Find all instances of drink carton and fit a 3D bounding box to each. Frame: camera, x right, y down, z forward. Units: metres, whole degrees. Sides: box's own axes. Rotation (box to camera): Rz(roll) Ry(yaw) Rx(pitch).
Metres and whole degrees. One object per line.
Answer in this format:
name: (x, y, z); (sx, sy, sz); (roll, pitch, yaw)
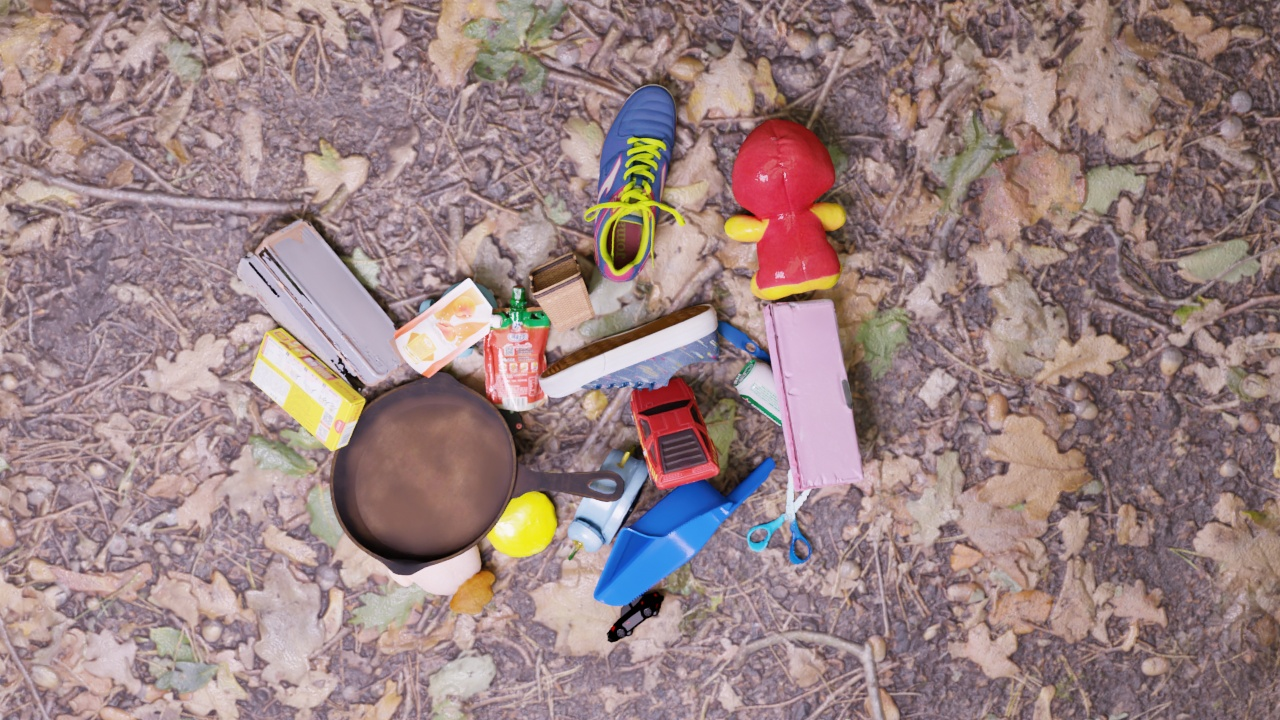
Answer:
drink carton: (-0.229, -0.038, 1.099); (0.122, 0.038, 0.069); (-35, 98, 14)

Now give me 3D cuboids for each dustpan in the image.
dustpan: (0.067, 0.190, 1.133); (0.059, 0.246, 0.256); (43, 60, 15)

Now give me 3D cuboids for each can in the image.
can: (0.171, 0.046, 1.161); (0.101, 0.053, 0.053); (37, 94, -8)

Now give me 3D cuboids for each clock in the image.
clock: (-0.231, -0.047, 1.139); (0.123, 0.042, 0.087); (-38, 98, 8)
clock: (-0.041, 0.182, 1.140); (0.060, 0.118, 0.162); (30, 89, 5)

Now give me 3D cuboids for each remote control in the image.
remote control: (-0.210, 0.096, 1.171); (0.125, 0.010, 0.039); (-25, 98, 1)

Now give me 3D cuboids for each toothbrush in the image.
toothbrush: (0.148, -0.011, 1.171); (0.132, 0.016, 0.021); (34, 90, -7)

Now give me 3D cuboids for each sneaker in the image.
sneaker: (-0.007, 0.007, 1.134); (0.235, 0.087, 0.079); (-21, 105, -4)
sneaker: (0.000, -0.211, 1.098); (0.116, 0.091, 0.242); (10, 97, -2)

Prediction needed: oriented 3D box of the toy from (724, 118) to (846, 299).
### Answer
toy: (0.179, -0.184, 1.112); (0.147, 0.099, 0.216); (-14, 103, -9)

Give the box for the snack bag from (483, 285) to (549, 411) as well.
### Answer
snack bag: (-0.151, -0.016, 1.132); (0.087, 0.044, 0.155); (-5, 107, -25)

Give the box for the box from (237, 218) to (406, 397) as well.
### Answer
box: (-0.379, -0.061, 1.117); (0.107, 0.095, 0.216); (-41, 99, -19)

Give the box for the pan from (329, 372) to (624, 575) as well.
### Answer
pan: (-0.194, 0.143, 1.106); (0.356, 0.043, 0.248); (4, 70, 7)

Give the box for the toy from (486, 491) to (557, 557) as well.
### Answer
toy: (-0.154, 0.206, 1.175); (0.094, 0.041, 0.095); (-42, 97, -2)

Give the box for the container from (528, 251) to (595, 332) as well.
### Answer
container: (-0.092, -0.082, 1.107); (0.063, 0.114, 0.061); (-25, 111, 1)

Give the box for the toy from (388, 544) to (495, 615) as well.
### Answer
toy: (-0.249, 0.244, 1.159); (0.132, 0.076, 0.176); (-34, 96, -11)

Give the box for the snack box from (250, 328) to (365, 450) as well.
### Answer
snack box: (-0.403, 0.034, 1.107); (0.152, 0.025, 0.075); (37, 116, 15)

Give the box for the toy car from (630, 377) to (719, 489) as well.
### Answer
toy car: (0.038, 0.083, 1.100); (0.081, 0.189, 0.056); (-14, 123, -3)

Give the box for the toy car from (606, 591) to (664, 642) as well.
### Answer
toy car: (-0.010, 0.333, 1.201); (0.092, 0.042, 0.036); (-38, 73, 3)

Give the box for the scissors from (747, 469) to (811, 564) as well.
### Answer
scissors: (0.206, 0.209, 1.209); (0.103, 0.015, 0.133); (35, 91, -3)

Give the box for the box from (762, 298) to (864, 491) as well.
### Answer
box: (0.212, 0.040, 1.123); (0.098, 0.046, 0.232); (-3, 79, -22)
